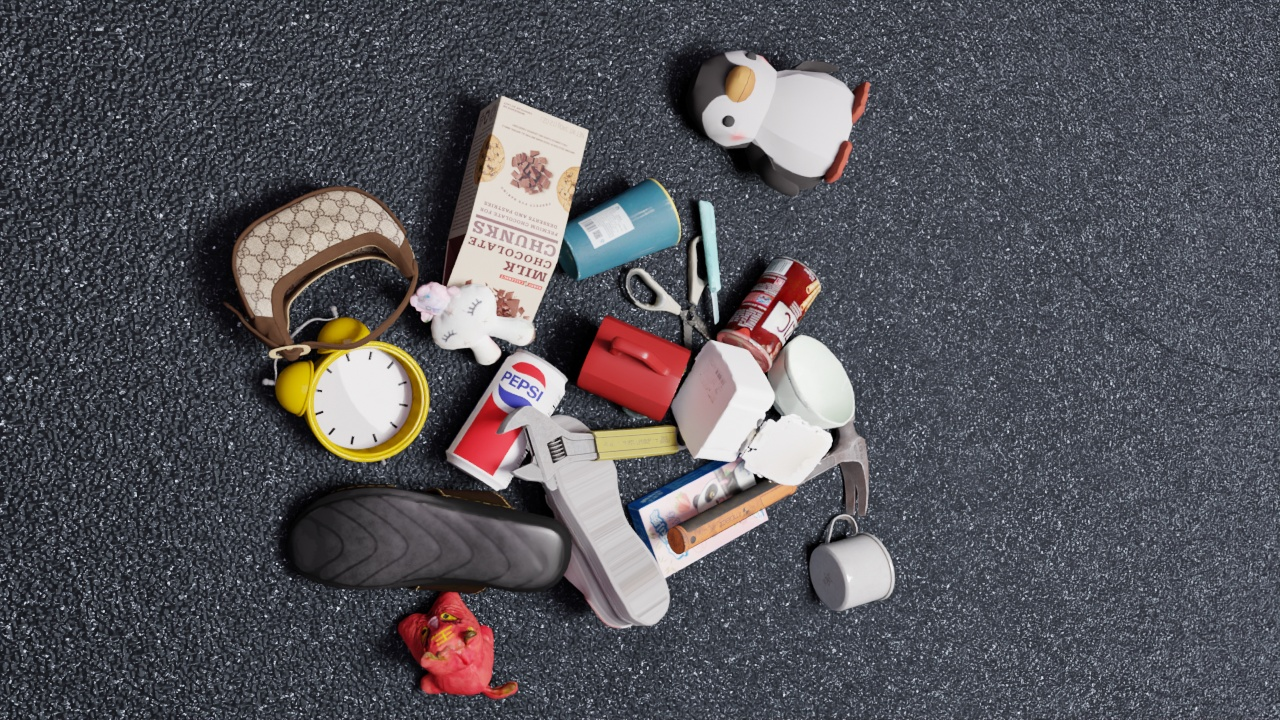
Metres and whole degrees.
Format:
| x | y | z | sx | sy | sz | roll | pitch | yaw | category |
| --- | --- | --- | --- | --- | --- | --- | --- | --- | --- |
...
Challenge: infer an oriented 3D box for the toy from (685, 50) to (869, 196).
| x | y | z | sx | sy | sz | roll | pitch | yaw | category |
| --- | --- | --- | --- | --- | --- | --- | --- | --- | --- |
| 0.137 | -0.277 | 1.039 | 0.184 | 0.140 | 0.159 | 20 | 82 | -11 | toy |

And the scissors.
| x | y | z | sx | sy | sz | roll | pitch | yaw | category |
| --- | --- | --- | --- | --- | --- | --- | --- | --- | --- |
| 0.051 | -0.068 | 1.047 | 0.170 | 0.013 | 0.157 | 30 | 77 | -29 | scissors |

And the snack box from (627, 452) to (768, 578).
| x | y | z | sx | sy | sz | roll | pitch | yaw | category |
| --- | --- | --- | --- | --- | --- | --- | --- | --- | --- |
| 0.067 | 0.174 | 1.052 | 0.153 | 0.033 | 0.088 | -24 | 101 | -24 | snack box |

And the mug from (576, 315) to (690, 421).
| x | y | z | sx | sy | sz | roll | pitch | yaw | category |
| --- | --- | --- | --- | --- | --- | --- | --- | --- | --- |
| -0.006 | 0.006 | 0.948 | 0.096 | 0.116 | 0.080 | 23 | 76 | 0 | mug |

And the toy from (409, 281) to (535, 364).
| x | y | z | sx | sy | sz | roll | pitch | yaw | category |
| --- | --- | --- | --- | --- | --- | --- | --- | --- | --- |
| -0.166 | -0.037 | 0.888 | 0.122 | 0.038 | 0.079 | 32 | 119 | -33 | toy |

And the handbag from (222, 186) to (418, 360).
| x | y | z | sx | sy | sz | roll | pitch | yaw | category |
| --- | --- | --- | --- | --- | --- | --- | --- | --- | --- |
| -0.286 | -0.074 | 0.830 | 0.166 | 0.063 | 0.138 | -34 | 82 | -22 | handbag |

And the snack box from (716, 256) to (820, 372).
| x | y | z | sx | sy | sz | roll | pitch | yaw | category |
| --- | --- | --- | --- | --- | --- | --- | --- | --- | --- |
| 0.149 | -0.054 | 1.062 | 0.072 | 0.072 | 0.121 | 44 | 69 | -21 | snack box |

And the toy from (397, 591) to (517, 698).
| x | y | z | sx | sy | sz | roll | pitch | yaw | category |
| --- | --- | --- | --- | --- | --- | --- | --- | --- | --- |
| -0.173 | 0.301 | 0.901 | 0.088 | 0.094 | 0.133 | -44 | 111 | -19 | toy |

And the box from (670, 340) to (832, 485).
| x | y | z | sx | sy | sz | roll | pitch | yaw | category |
| --- | --- | --- | --- | --- | --- | --- | --- | --- | --- |
| 0.129 | 0.067 | 1.003 | 0.132 | 0.151 | 0.107 | 9 | 124 | -28 | box |

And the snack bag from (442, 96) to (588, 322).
| x | y | z | sx | sy | sz | roll | pitch | yaw | category |
| --- | --- | --- | --- | --- | --- | --- | --- | --- | --- |
| -0.131 | -0.143 | 0.922 | 0.094 | 0.070 | 0.206 | 15 | 85 | -26 | snack bag |

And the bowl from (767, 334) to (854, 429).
| x | y | z | sx | sy | sz | roll | pitch | yaw | category |
| --- | --- | --- | --- | --- | --- | --- | --- | --- | --- |
| 0.193 | 0.035 | 1.085 | 0.117 | 0.061 | 0.117 | 26 | 47 | -31 | bowl |

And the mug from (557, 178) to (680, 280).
| x | y | z | sx | sy | sz | roll | pitch | yaw | category |
| --- | --- | --- | --- | --- | --- | --- | --- | --- | --- |
| -0.028 | -0.135 | 0.974 | 0.121 | 0.078 | 0.078 | -27 | 103 | -19 | mug |

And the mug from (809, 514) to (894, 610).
| x | y | z | sx | sy | sz | roll | pitch | yaw | category |
| --- | --- | --- | --- | --- | --- | --- | --- | --- | --- |
| 0.253 | 0.247 | 1.129 | 0.070 | 0.084 | 0.113 | -9 | 62 | -24 | mug |

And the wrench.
| x | y | z | sx | sy | sz | roll | pitch | yaw | category |
| --- | --- | --- | --- | --- | --- | --- | --- | --- | --- |
| -0.038 | 0.084 | 0.954 | 0.272 | 0.018 | 0.083 | -1 | 82 | -48 | wrench |

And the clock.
| x | y | z | sx | sy | sz | roll | pitch | yaw | category |
| --- | --- | --- | --- | --- | --- | --- | --- | --- | --- |
| -0.272 | 0.028 | 0.868 | 0.152 | 0.052 | 0.113 | 46 | 72 | -25 | clock |

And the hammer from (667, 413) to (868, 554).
| x | y | z | sx | sy | sz | roll | pitch | yaw | category |
| --- | --- | --- | --- | --- | --- | --- | --- | --- | --- |
| 0.158 | 0.161 | 1.063 | 0.313 | 0.035 | 0.138 | -20 | 98 | -37 | hammer |

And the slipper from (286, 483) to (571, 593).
| x | y | z | sx | sy | sz | roll | pitch | yaw | category |
| --- | --- | --- | --- | --- | --- | --- | --- | --- | --- |
| -0.202 | 0.175 | 0.893 | 0.267 | 0.076 | 0.113 | 6 | 94 | -11 | slipper |

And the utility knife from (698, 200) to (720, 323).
| x | y | z | sx | sy | sz | roll | pitch | yaw | category |
| --- | --- | --- | --- | --- | --- | --- | --- | --- | --- |
| 0.083 | -0.112 | 1.048 | 0.022 | 0.015 | 0.141 | -9 | 93 | -52 | utility knife |

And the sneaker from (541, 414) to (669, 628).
| x | y | z | sx | sy | sz | roll | pitch | yaw | category |
| --- | --- | --- | --- | --- | --- | --- | --- | --- | --- |
| -0.061 | 0.176 | 0.963 | 0.099 | 0.090 | 0.236 | -12 | 72 | -51 | sneaker |

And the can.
| x | y | z | sx | sy | sz | roll | pitch | yaw | category |
| --- | --- | --- | --- | --- | --- | --- | --- | --- | --- |
| -0.134 | 0.060 | 0.926 | 0.070 | 0.070 | 0.132 | 37 | 75 | -23 | can |

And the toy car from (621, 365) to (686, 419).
| x | y | z | sx | sy | sz | roll | pitch | yaw | category |
| --- | --- | --- | --- | --- | --- | --- | --- | --- | --- |
| 0.013 | 0.028 | 1.020 | 0.038 | 0.027 | 0.089 | 41 | 75 | 2 | toy car |
